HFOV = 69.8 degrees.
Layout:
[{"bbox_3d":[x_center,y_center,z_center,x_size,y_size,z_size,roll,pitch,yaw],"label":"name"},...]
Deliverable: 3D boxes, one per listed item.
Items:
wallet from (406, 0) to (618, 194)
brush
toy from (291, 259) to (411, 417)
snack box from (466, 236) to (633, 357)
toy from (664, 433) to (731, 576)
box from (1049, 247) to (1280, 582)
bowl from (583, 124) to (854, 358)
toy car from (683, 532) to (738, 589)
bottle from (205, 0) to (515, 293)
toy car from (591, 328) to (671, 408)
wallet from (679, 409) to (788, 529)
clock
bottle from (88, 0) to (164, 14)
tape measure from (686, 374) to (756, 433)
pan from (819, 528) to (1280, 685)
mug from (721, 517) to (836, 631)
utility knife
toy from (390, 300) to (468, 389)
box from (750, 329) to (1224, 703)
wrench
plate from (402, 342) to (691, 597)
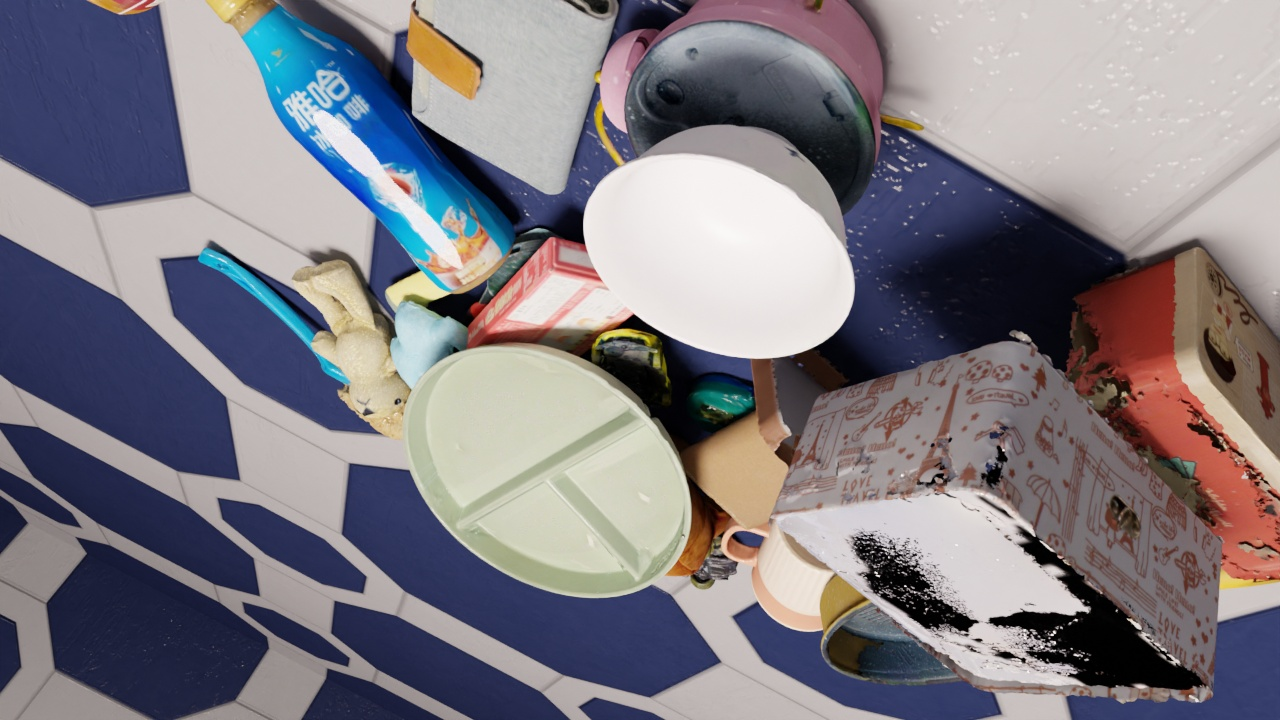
[{"bbox_3d":[-0.076,-0.155,0.489,0.106,0.036,0.130,27,146,-1],"label":"wallet"},{"bbox_3d":[-0.291,-0.013,0.835,0.254,0.045,0.083,44,147,-17],"label":"brush"},{"bbox_3d":[-0.236,-0.015,0.764,0.105,0.066,0.157,-6,128,13],"label":"toy"},{"bbox_3d":[-0.059,-0.032,0.627,0.075,0.025,0.153,11,155,-27],"label":"snack box"},{"bbox_3d":[-0.034,0.127,0.775,0.200,0.130,0.140,-19,124,22],"label":"toy"},{"bbox_3d":[0.279,0.035,0.453,0.168,0.091,0.076,40,142,-18],"label":"box"},{"bbox_3d":[0.041,-0.063,0.401,0.118,0.064,0.118,17,146,11],"label":"bowl"},{"bbox_3d":[0.016,0.168,0.858,0.158,0.042,0.070,13,144,18],"label":"toy car"},{"bbox_3d":[-0.165,-0.136,0.553,0.065,0.065,0.219,-10,131,42],"label":"bottle"},{"bbox_3d":[-0.004,0.004,0.649,0.048,0.032,0.105,2,154,10],"label":"toy car"},{"bbox_3d":[0.097,0.071,0.647,0.116,0.033,0.090,-33,116,31],"label":"wallet"},{"bbox_3d":[0.043,-0.117,0.440,0.159,0.059,0.117,-11,132,41],"label":"clock"},{"bbox_3d":[-0.238,-0.231,0.479,0.175,0.057,0.057,-2,137,36],"label":"bottle"},{"bbox_3d":[0.060,0.036,0.664,0.054,0.025,0.058,16,145,14],"label":"tape measure"},{"bbox_3d":[0.282,0.156,0.607,0.197,0.078,0.359,27,132,-34],"label":"pan"},{"bbox_3d":[0.122,0.150,0.723,0.114,0.081,0.106,17,144,9],"label":"mug"},{"bbox_3d":[-0.129,-0.063,0.666,0.205,0.021,0.031,-10,136,45],"label":"utility knife"},{"bbox_3d":[-0.145,0.035,0.731,0.156,0.049,0.162,43,139,10],"label":"toy"},{"bbox_3d":[0.151,0.073,0.487,0.179,0.134,0.271,39,177,-19],"label":"box"},{"bbox_3d":[-0.116,-0.025,0.706,0.056,0.016,0.274,22,150,-19],"label":"wrench"},{"bbox_3d":[-0.069,0.083,0.675,0.230,0.027,0.231,11,124,16],"label":"plate"}]
